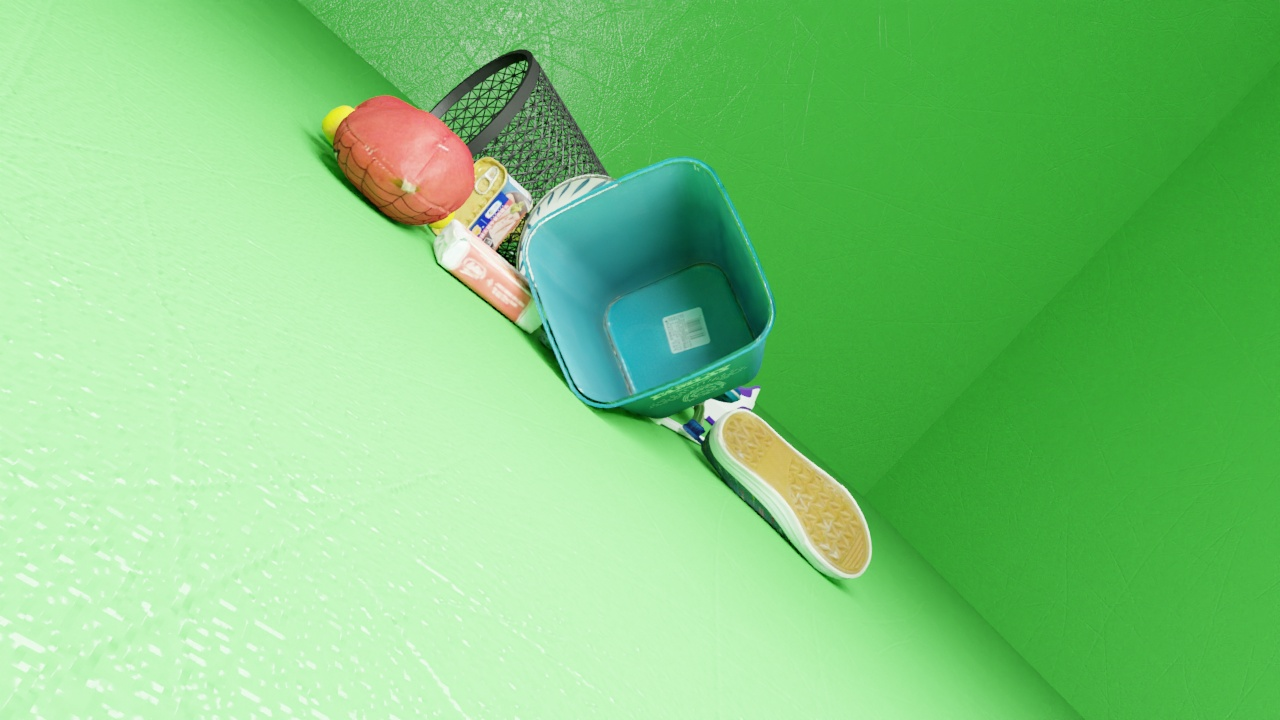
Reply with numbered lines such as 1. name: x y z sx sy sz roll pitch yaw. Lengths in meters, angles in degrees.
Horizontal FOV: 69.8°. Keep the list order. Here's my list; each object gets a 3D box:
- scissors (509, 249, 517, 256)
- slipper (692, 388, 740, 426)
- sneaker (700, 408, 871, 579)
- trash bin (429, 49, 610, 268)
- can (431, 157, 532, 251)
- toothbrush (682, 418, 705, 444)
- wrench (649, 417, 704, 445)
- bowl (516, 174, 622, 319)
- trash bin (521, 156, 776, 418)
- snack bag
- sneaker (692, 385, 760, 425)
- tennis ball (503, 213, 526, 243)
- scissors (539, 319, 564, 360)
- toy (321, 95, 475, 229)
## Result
1. scissors: -0.153 -0.133 1.359 0.127 0.014 0.133 37 8 -42
2. slipper: 0.054 0.039 1.256 0.118 0.060 0.295 36 -8 -4
3. sneaker: 0.162 0.152 1.034 0.235 0.087 0.079 46 -27 -2
4. trash bin: -0.142 -0.218 1.149 0.243 0.217 0.217 47 2 -34
5. can: -0.166 -0.157 0.971 0.054 0.100 0.059 42 3 33
6. toothbrush: 0.115 0.130 1.102 0.190 0.017 0.016 44 9 -27
7. wrench: 0.064 0.093 1.129 0.047 0.009 0.273 45 6 30
8. bowl: -0.081 -0.133 1.057 0.071 0.177 0.177 31 -5 46
9. trash bin: 0.024 -0.047 0.904 0.218 0.197 0.199 48 20 -73
10. snack bag: -0.141 -0.080 0.868 0.116 0.036 0.077 40 6 -27
11. sneaker: 0.094 0.006 1.503 0.244 0.111 0.091 43 5 8
12. tennis ball: -0.194 -0.201 1.323 0.065 0.065 0.065 42 5 -5
13. scissors: -0.075 -0.011 0.940 0.125 0.011 0.127 43 7 -2
14. toy: -0.226 -0.191 0.865 0.147 0.099 0.216 28 7 -28
